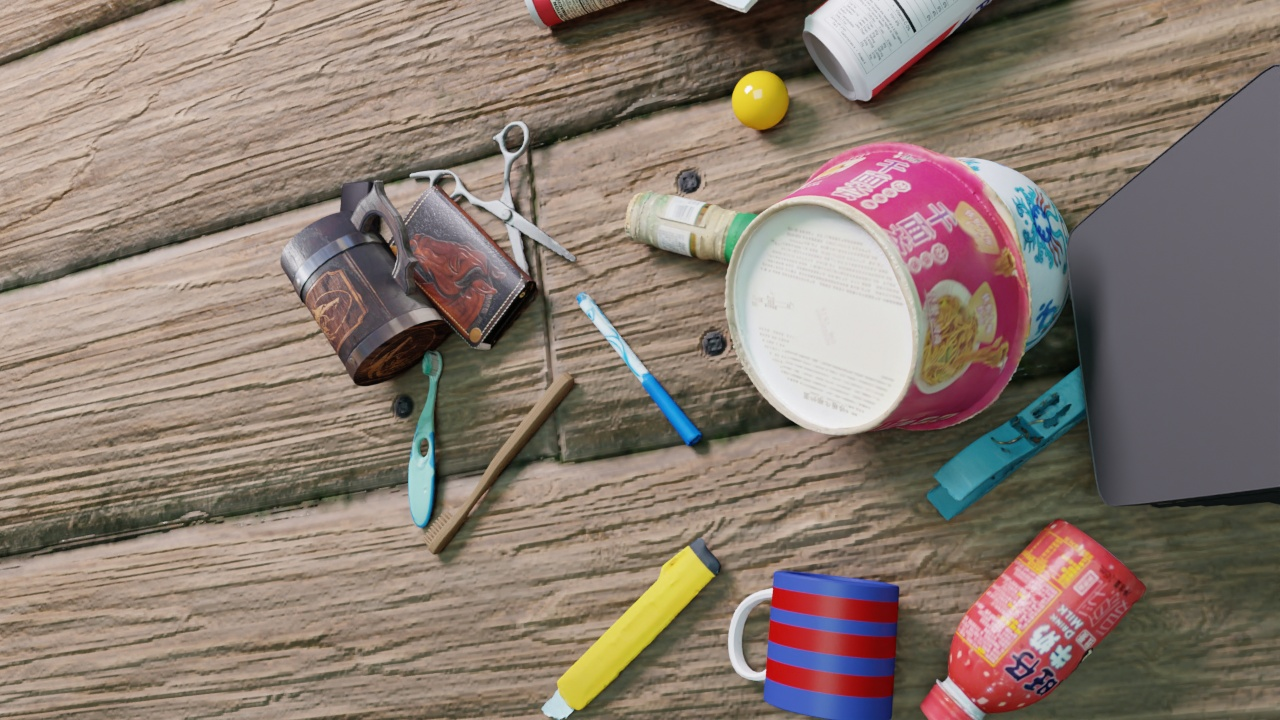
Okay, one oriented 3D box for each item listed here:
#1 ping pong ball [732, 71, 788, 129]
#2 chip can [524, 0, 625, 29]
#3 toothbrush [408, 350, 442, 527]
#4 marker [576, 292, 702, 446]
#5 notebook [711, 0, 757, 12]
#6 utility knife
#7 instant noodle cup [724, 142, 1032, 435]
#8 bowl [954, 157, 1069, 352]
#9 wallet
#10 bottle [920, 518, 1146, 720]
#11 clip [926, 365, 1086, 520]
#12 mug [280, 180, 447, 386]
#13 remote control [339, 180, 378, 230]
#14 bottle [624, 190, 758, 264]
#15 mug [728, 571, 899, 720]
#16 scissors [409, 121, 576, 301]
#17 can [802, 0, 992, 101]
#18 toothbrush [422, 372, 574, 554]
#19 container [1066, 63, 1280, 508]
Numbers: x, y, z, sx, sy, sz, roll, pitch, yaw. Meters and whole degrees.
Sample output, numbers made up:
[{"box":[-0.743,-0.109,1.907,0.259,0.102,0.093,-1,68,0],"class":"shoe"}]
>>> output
[{"box":[0.085,-0.184,0.651,0.040,0.040,0.040,-4,78,17],"class":"ping pong ball"},{"box":[0.016,-0.309,0.693,0.215,0.051,0.051,-13,75,15],"class":"chip can"},{"box":[-0.162,0.058,0.694,0.022,0.017,0.135,-1,78,17],"class":"toothbrush"},{"box":[-0.004,0.004,0.656,0.013,0.013,0.142,-41,70,6],"class":"marker"},{"box":[0.040,-0.348,0.667,0.253,0.009,0.181,36,79,34],"class":"notebook"},{"box":[-0.009,0.184,0.619,0.165,0.017,0.030,-45,65,4],"class":"utility knife"},{"box":[0.123,-0.032,0.535,0.179,0.077,0.179,27,126,44],"class":"instant noodle cup"},{"box":[0.196,-0.069,0.573,0.144,0.074,0.144,-4,78,17],"class":"bowl"},{"box":[-0.141,-0.071,0.709,0.123,0.019,0.072,44,104,21],"class":"wallet"},{"box":[0.218,0.160,0.527,0.062,0.062,0.137,42,94,21],"class":"bottle"},{"box":[0.216,0.046,0.532,0.130,0.121,0.031,-45,61,17],"class":"clip"},{"box":[-0.196,-0.058,0.679,0.116,0.079,0.107,-43,78,29],"class":"mug"},{"box":[-0.233,-0.079,0.745,0.032,0.015,0.136,-2,78,17],"class":"remote control"},{"box":[0.045,-0.090,0.645,0.111,0.043,0.043,17,84,21],"class":"bottle"},{"box":[0.101,0.170,0.564,0.112,0.075,0.076,-3,76,44],"class":"mug"},{"box":[-0.117,-0.116,0.717,0.162,0.014,0.141,1,85,24],"class":"scissors"},{"box":[0.180,-0.241,0.616,0.132,0.070,0.070,-38,70,7],"class":"can"},{"box":[-0.104,0.074,0.673,0.016,0.016,0.167,40,93,20],"class":"toothbrush"},{"box":[0.314,-0.020,0.424,0.130,0.241,0.162,-2,78,2],"class":"container"}]
